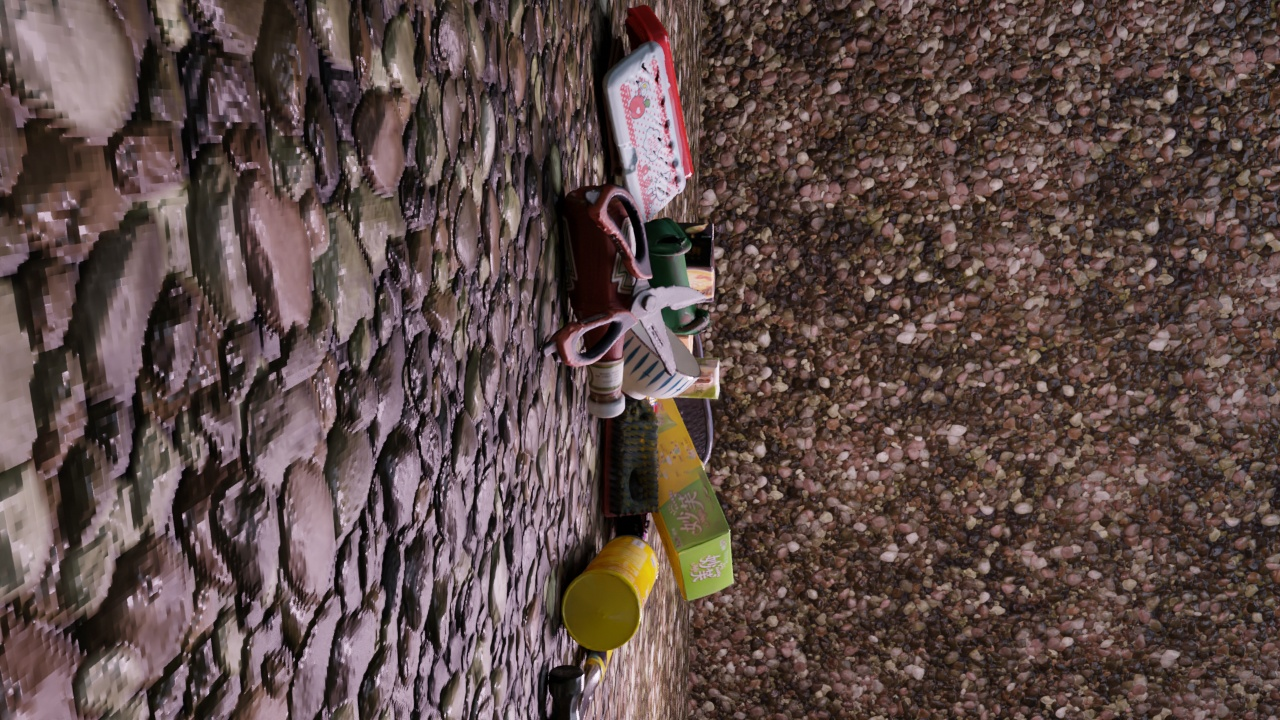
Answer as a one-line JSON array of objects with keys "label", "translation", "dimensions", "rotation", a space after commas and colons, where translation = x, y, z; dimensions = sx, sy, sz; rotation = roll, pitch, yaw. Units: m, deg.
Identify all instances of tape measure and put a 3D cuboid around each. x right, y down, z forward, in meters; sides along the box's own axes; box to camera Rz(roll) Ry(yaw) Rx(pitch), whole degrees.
[{"label": "tape measure", "translation": [-0.008, 0.211, 1.193], "dimensions": [0.058, 0.039, 0.057], "rotation": [81, 12, -60]}]

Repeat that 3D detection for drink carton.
[{"label": "drink carton", "translation": [0.052, 0.024, 1.311], "dimensions": [0.045, 0.122, 0.053], "rotation": [-69, 160, -67]}]

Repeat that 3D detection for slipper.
[{"label": "slipper", "translation": [0.061, 0.065, 1.496], "dimensions": [0.083, 0.111, 0.268], "rotation": [-14, 103, -86]}]

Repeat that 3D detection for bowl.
[{"label": "bowl", "translation": [0.002, -0.001, 0.997], "dimensions": [0.066, 0.116, 0.116], "rotation": [-47, -173, 18]}]

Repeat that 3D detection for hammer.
[{"label": "hammer", "translation": [-0.047, 0.305, 0.909], "dimensions": [0.323, 0.032, 0.126], "rotation": [-43, 135, -82]}]

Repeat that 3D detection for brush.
[{"label": "brush", "translation": [-0.015, 0.103, 1.044], "dimensions": [0.069, 0.063, 0.146], "rotation": [-168, -103, -65]}]

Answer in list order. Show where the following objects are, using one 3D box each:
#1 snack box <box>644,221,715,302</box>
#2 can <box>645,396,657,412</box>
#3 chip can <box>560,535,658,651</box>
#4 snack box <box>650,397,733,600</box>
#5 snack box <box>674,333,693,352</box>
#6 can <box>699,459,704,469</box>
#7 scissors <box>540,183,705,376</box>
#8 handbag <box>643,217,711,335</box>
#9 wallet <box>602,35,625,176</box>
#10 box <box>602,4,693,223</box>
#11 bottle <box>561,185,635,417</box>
[{"label": "snack box", "translation": [0.040, -0.126, 1.197], "dimensions": [0.126, 0.113, 0.053], "rotation": [75, 18, -67]}, {"label": "can", "translation": [-0.006, 0.006, 1.084], "dimensions": [0.053, 0.053, 0.133], "rotation": [-69, 160, -72]}, {"label": "chip can", "translation": [-0.025, 0.221, 0.903], "dimensions": [0.213, 0.072, 0.072], "rotation": [13, 79, -84]}, {"label": "snack box", "translation": [0.046, 0.170, 1.143], "dimensions": [0.158, 0.070, 0.209], "rotation": [80, -11, -54]}, {"label": "snack box", "translation": [0.041, -0.051, 1.396], "dimensions": [0.094, 0.077, 0.092], "rotation": [80, 14, -61]}, {"label": "can", "translation": [0.042, 0.185, 1.370], "dimensions": [0.083, 0.102, 0.057], "rotation": [-69, 160, -67]}, {"label": "scissors", "translation": [-0.006, -0.056, 0.759], "dimensions": [0.224, 0.015, 0.189], "rotation": [-24, 124, -48]}, {"label": "handbag", "translation": [0.033, -0.099, 1.088], "dimensions": [0.120, 0.068, 0.131], "rotation": [36, -35, 55]}, {"label": "wallet", "translation": [-0.024, -0.279, 1.009], "dimensions": [0.115, 0.020, 0.101], "rotation": [79, 15, -52]}, {"label": "box", "translation": [0.014, -0.263, 0.995], "dimensions": [0.201, 0.074, 0.154], "rotation": [74, 24, -50]}, {"label": "bottle", "translation": [-0.033, -0.046, 0.795], "dimensions": [0.059, 0.060, 0.206], "rotation": [-76, 167, -63]}]
